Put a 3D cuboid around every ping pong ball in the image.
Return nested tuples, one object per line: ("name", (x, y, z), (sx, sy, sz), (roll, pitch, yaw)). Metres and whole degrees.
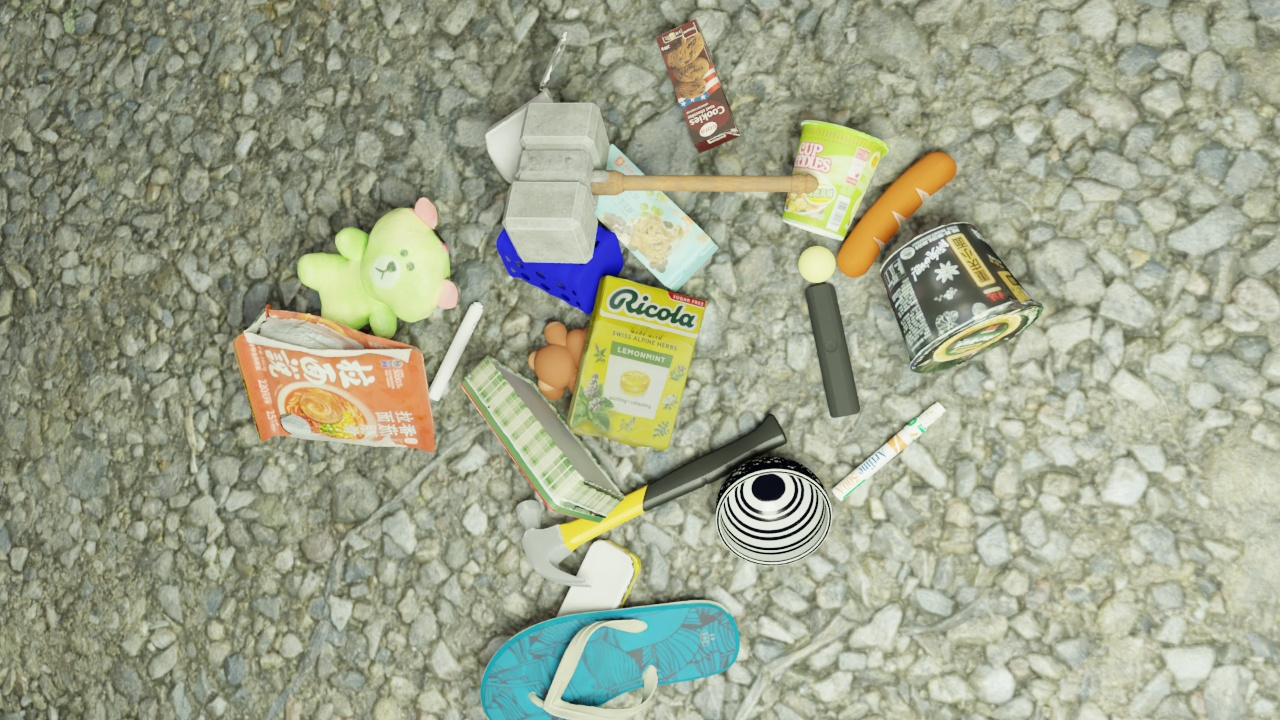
("ping pong ball", (0.193, -0.105, 1.005), (0.040, 0.040, 0.040), (-2, 84, 16))

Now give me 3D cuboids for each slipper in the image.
("slipper", (-0.037, 0.329, 0.991), (0.295, 0.060, 0.118), (-15, 88, 3))

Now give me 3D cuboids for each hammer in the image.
("hammer", (0.027, -0.188, 0.972), (0.318, 0.083, 0.162), (2, 66, 11))
("hammer", (0.013, 0.150, 1.024), (0.324, 0.029, 0.127), (-27, 52, 8))

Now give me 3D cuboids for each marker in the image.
("marker", (-0.228, -0.012, 1.131), (0.017, 0.020, 0.133), (27, 93, 7))
("marker", (0.264, 0.097, 0.976), (0.145, 0.017, 0.017), (-42, 75, 9))

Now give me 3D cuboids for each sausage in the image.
("sausage", (0.272, -0.158, 0.987), (0.044, 0.039, 0.164), (44, 97, 16))

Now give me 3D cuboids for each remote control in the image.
("remote control", (0.210, -0.011, 1.003), (0.033, 0.015, 0.146), (-12, 81, 15))

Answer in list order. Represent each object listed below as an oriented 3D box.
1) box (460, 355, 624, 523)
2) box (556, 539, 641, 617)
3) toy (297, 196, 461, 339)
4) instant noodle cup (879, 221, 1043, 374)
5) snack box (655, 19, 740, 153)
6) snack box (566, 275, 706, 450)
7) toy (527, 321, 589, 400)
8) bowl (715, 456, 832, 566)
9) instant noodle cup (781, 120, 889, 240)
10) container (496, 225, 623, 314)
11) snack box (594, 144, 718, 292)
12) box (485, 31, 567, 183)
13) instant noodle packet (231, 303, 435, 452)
("box", (-0.109, 0.088, 1.016), (0.051, 0.117, 0.205), (-43, 61, 4))
("box", (-0.067, 0.306, 1.044), (0.064, 0.037, 0.210), (26, 93, 19))
("toy", (-0.312, -0.104, 1.126), (0.197, 0.107, 0.150), (-16, 99, 6))
("instant noodle cup", (0.311, -0.066, 0.923), (0.137, 0.137, 0.112), (-27, 69, 12))
("snack box", (0.067, -0.319, 1.068), (0.051, 0.031, 0.141), (-21, 79, 14))
("snack box", (-0.006, 0.006, 1.027), (0.121, 0.045, 0.181), (15, 90, -12))
("toy", (-0.068, -0.009, 1.070), (0.128, 0.065, 0.095), (-27, 81, 2))
("bowl", (0.139, 0.150, 0.976), (0.120, 0.066, 0.120), (1, 115, 2))
("instant noodle cup", (0.202, -0.191, 0.987), (0.099, 0.098, 0.108), (21, 98, 17))
("container", (-0.090, -0.122, 1.057), (0.114, 0.084, 0.085), (28, 71, 19))
("snack box", (0.004, -0.165, 1.061), (0.075, 0.053, 0.174), (-45, 75, 6))
("box", (-0.121, -0.295, 1.082), (0.156, 0.084, 0.126), (-28, 110, 10))
("instant noodle packet", (-0.356, 0.032, 1.111), (0.221, 0.083, 0.165), (9, 126, 8))
